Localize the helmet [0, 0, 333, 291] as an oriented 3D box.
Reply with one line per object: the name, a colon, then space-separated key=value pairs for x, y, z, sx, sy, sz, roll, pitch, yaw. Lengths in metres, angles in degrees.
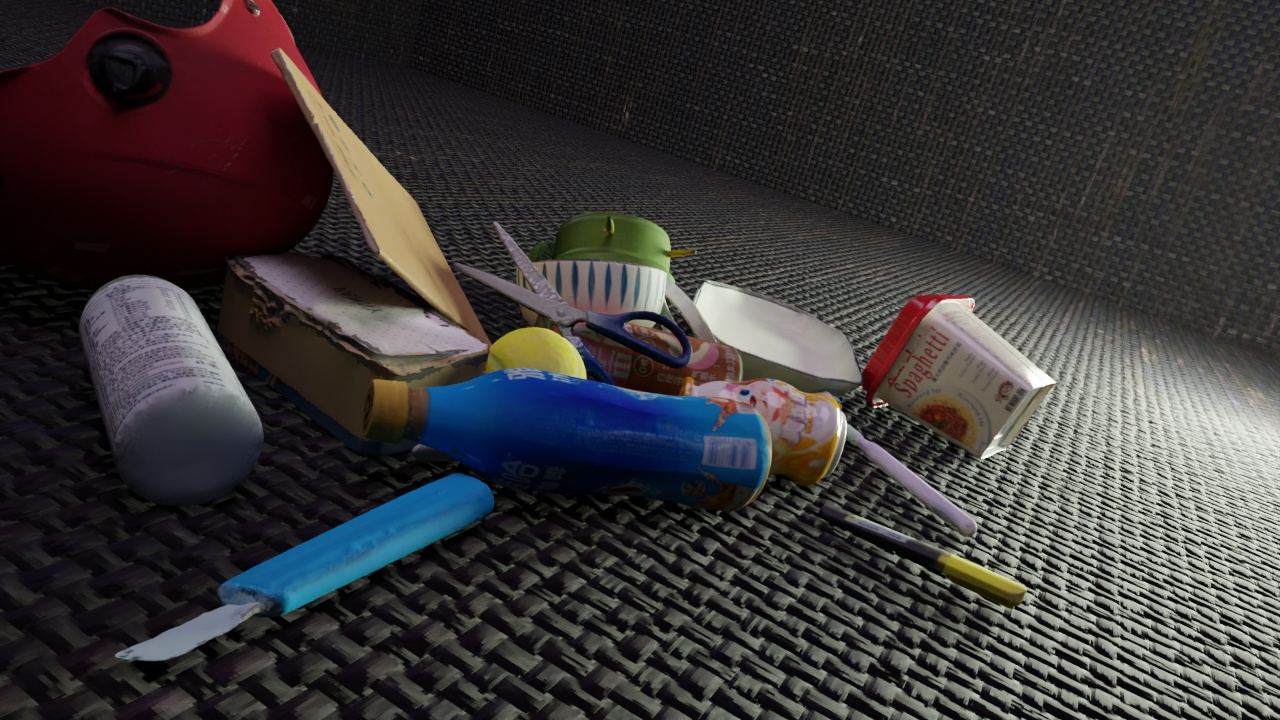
helmet: x=-0.297 y=-0.112 z=0.573 sx=0.239 sy=0.144 sz=0.208 roll=-36 pitch=7 yaw=-38

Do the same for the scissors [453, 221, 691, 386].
scissors: x=-0.044 y=-0.018 z=0.606 sx=0.163 sy=0.160 sz=0.012 roll=4 pitch=-22 yaw=-16

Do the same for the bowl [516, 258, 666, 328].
bowl: x=-0.039 y=-0.039 z=0.709 sx=0.116 sy=0.066 sz=0.116 roll=2 pitch=-2 yaw=0

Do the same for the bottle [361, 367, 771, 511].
bottle: x=-0.036 y=0.041 z=0.492 sx=0.218 sy=0.065 sz=0.065 roll=9 pitch=19 yaw=-24

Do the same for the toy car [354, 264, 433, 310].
toy car: x=-0.196 y=-0.044 z=0.668 sx=0.106 sy=0.031 sz=0.048 roll=27 pitch=21 yaw=34

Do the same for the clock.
clock: x=-0.036 y=-0.081 z=0.828 sx=0.116 sy=0.056 sz=0.162 roll=17 pitch=-21 yaw=-32

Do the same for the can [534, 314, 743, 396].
can: x=-0.004 y=0.004 z=0.652 sx=0.147 sy=0.058 sz=0.058 roll=12 pitch=18 yaw=-15

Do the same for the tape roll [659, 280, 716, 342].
tape roll: x=0.036 y=-0.028 z=0.760 sx=0.014 sy=0.086 sz=0.086 roll=-33 pitch=35 yaw=-12

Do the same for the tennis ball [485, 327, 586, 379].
tennis ball: x=-0.065 y=0.013 z=0.554 sx=0.065 sy=0.065 sz=0.065 roll=15 pitch=17 yaw=-5

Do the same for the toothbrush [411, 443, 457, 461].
toothbrush: x=-0.047 y=0.051 z=0.541 sx=0.191 sy=0.016 sz=0.018 roll=1 pitch=32 yaw=-42

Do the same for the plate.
plate: x=0.121 y=-0.018 z=0.859 sx=0.162 sy=0.034 sz=0.265 roll=21 pitch=17 yaw=1

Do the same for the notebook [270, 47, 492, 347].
notebook: x=-0.156 y=-0.088 z=0.591 sx=0.147 sy=0.008 sz=0.208 roll=60 pitch=-1 yaw=17

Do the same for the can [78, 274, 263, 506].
can: x=-0.226 y=0.008 z=0.434 sx=0.058 sy=0.058 sz=0.147 roll=2 pitch=22 yaw=-38

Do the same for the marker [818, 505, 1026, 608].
marker: x=0.163 y=0.114 z=0.542 sx=0.124 sy=0.015 sz=0.018 roll=21 pitch=17 yaw=25

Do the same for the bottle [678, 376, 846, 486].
bottle: x=0.077 y=0.042 z=0.601 sx=0.108 sy=0.063 sz=0.063 roll=16 pitch=17 yaw=-2

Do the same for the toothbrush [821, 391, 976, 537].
toothbrush: x=0.184 y=0.074 z=0.675 sx=0.021 sy=0.029 sz=0.189 roll=-29 pitch=31 yaw=-7

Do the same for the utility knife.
utility knife: x=-0.122 y=0.080 z=0.375 sx=0.034 sy=0.018 sz=0.187 roll=12 pitch=14 yaw=25

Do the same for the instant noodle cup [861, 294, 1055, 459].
instant noodle cup: x=0.279 y=0.016 z=0.803 sx=0.124 sy=0.116 sz=0.116 roll=41 pitch=27 yaw=30

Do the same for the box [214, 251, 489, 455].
box: x=-0.168 y=-0.008 z=0.539 sx=0.184 sy=0.061 sz=0.089 roll=31 pitch=23 yaw=34
